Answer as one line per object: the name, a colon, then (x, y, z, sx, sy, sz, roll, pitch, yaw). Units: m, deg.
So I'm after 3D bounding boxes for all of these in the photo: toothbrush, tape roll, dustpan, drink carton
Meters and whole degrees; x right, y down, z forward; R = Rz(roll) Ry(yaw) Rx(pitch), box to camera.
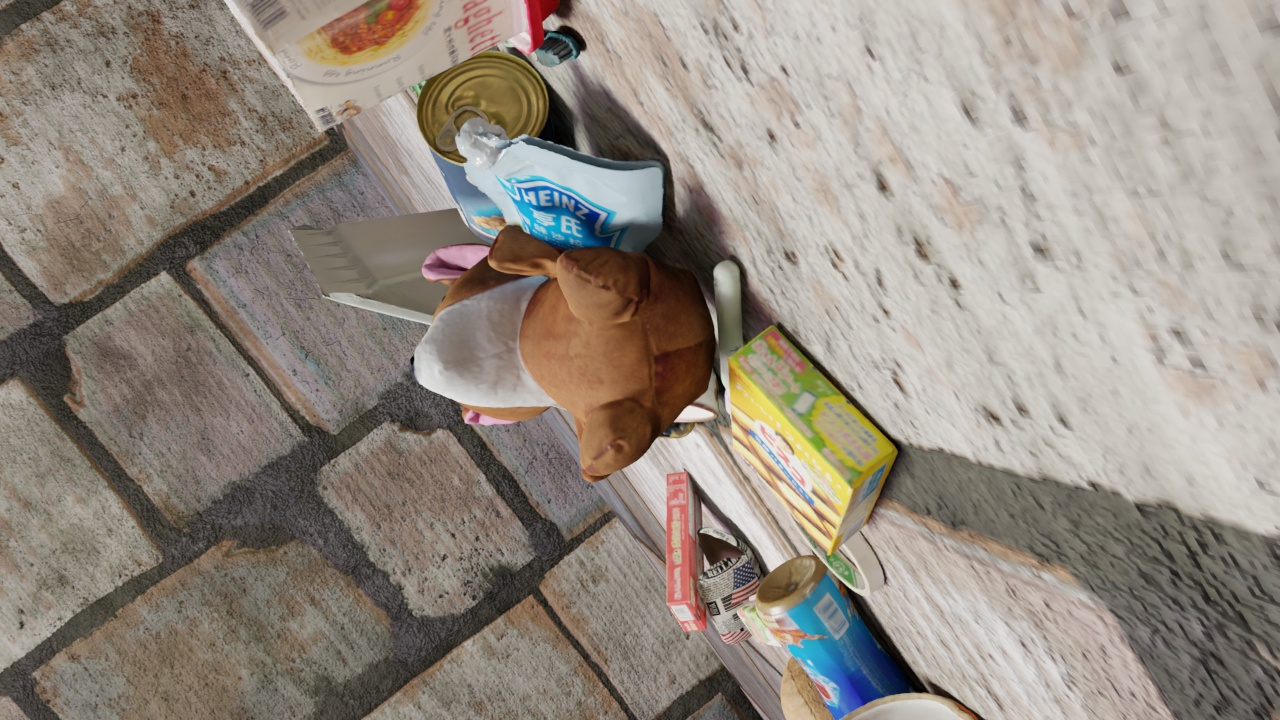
toothbrush: (-0.076, -0.177, 0.503, 0.191, 0.018, 0.016, 39, 161, 55)
toothbrush: (0.054, 0.001, 0.516, 0.190, 0.020, 0.029, 73, -169, -59)
tape roll: (0.124, 0.115, 0.595, 0.086, 0.014, 0.086, 52, 170, 12)
dustpan: (-0.172, -0.057, 0.873, 0.223, 0.257, 0.143, 39, 139, 56)
drink carton: (0.131, 0.242, 0.887, 0.045, 0.053, 0.123, 52, 169, 11)

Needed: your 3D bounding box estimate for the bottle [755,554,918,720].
bottle: (0.170, 0.248, 0.695, 0.218, 0.065, 0.065, 55, 170, -11)

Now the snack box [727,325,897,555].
snack box: (0.086, 0.047, 0.486, 0.087, 0.033, 0.140, 49, 167, 22)

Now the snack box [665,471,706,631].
snack box: (0.048, 0.202, 0.975, 0.075, 0.025, 0.152, 66, -161, -50)

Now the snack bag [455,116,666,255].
snack bag: (-0.038, -0.077, 0.524, 0.110, 0.038, 0.191, 23, 167, 9)

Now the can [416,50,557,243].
can: (-0.087, -0.126, 0.567, 0.075, 0.075, 0.111, 51, 170, 15)

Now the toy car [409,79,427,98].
toy car: (-0.140, -0.192, 0.673, 0.091, 0.043, 0.036, 58, 169, -27)

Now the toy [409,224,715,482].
toy: (-0.058, -0.005, 0.504, 0.200, 0.130, 0.140, 13, 111, 50)

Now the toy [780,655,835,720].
toy: (0.191, 0.342, 0.769, 0.143, 0.083, 0.225, 36, -164, -35)

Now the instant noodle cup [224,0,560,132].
instant noodle cup: (-0.113, -0.171, 0.385, 0.116, 0.124, 0.116, 53, 170, 8)

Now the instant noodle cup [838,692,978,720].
instant noodle cup: (0.185, 0.303, 0.605, 0.111, 0.151, 0.151, 64, 168, -12)

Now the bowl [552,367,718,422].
bowl: (-0.004, 0.004, 0.605, 0.113, 0.113, 0.062, 106, 168, -78)

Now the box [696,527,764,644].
box: (0.096, 0.248, 0.975, 0.076, 0.087, 0.163, 11, 143, 26)

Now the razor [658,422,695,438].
razor: (0.008, 0.049, 0.825, 0.067, 0.062, 0.168, 25, 172, -17)
